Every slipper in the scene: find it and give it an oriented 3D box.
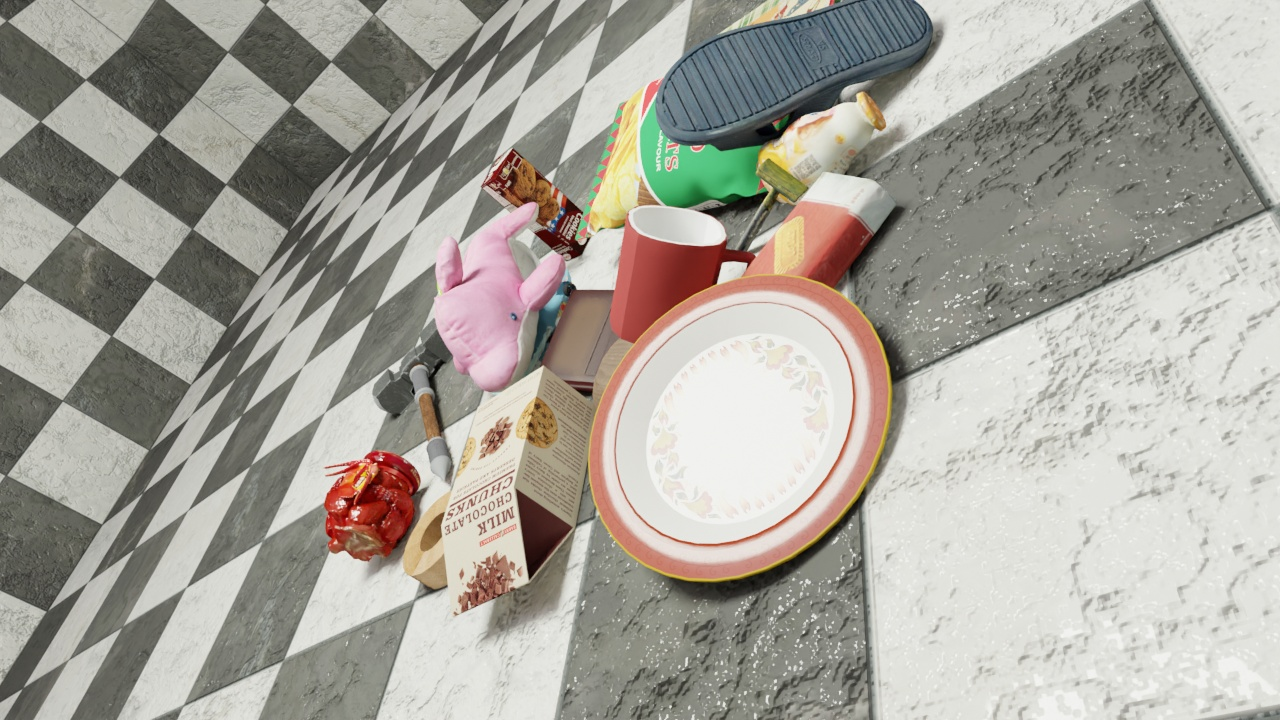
[{"bbox_3d":[0.134,-0.251,0.830,0.263,0.083,0.101,-23,70,-7],"label":"slipper"}]

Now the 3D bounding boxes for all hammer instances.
[{"bbox_3d":[-0.260,0.062,1.122,0.156,0.043,0.322,-47,30,6],"label":"hammer"}]

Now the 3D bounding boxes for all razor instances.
[{"bbox_3d":[0.103,-0.123,0.791,0.026,0.042,0.106,-48,-8,-36],"label":"razor"}]

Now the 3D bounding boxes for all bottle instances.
[{"bbox_3d":[0.154,-0.182,0.782,0.109,0.063,0.063,-33,32,29],"label":"bottle"},{"bbox_3d":[-0.294,0.154,0.987,0.099,0.099,0.110,-27,29,37],"label":"bottle"}]

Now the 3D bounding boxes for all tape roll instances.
[{"bbox_3d":[-0.189,0.172,0.888,0.094,0.027,0.093,-36,31,25],"label":"tape roll"}]

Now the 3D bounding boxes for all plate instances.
[{"bbox_3d":[0.064,0.042,0.637,0.230,0.021,0.229,-19,53,26],"label":"plate"}]

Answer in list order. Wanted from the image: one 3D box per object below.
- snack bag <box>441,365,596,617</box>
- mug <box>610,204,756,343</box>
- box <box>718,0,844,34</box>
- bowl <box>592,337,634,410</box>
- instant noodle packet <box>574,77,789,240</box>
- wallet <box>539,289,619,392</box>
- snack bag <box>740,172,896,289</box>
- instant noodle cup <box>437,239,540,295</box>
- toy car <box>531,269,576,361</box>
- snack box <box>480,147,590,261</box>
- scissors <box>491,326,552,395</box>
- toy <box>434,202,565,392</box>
[{"bbox_3d":[-0.108,0.116,0.793,0.095,0.070,0.205,-31,33,32],"label":"snack bag"},{"bbox_3d":[0.038,-0.068,0.774,0.080,0.116,0.097,-94,13,-59],"label":"mug"},{"bbox_3d":[0.150,-0.357,1.021,0.206,0.050,0.117,-19,39,46],"label":"box"},{"bbox_3d":[-0.005,0.005,0.821,0.118,0.030,0.117,-36,31,25],"label":"bowl"},{"bbox_3d":[0.047,-0.229,0.955,0.253,0.090,0.195,-7,57,41],"label":"instant noodle packet"},{"bbox_3d":[-0.056,-0.020,0.918,0.092,0.018,0.115,4,59,38],"label":"wallet"},{"bbox_3d":[0.105,-0.049,0.719,0.225,0.041,0.077,-51,29,-4],"label":"snack bag"},{"bbox_3d":[-0.181,-0.095,1.146,0.108,0.099,0.098,-28,34,22],"label":"instant noodle cup"},{"bbox_3d":[-0.097,-0.046,1.013,0.060,0.027,0.107,-4,65,46],"label":"toy car"},{"bbox_3d":[-0.121,-0.186,1.107,0.032,0.141,0.050,-14,44,48],"label":"snack box"},{"bbox_3d":[-0.133,0.040,0.965,0.172,0.021,0.172,15,80,55],"label":"scissors"},{"bbox_3d":[-0.173,-0.077,0.987,0.187,0.128,0.265,-40,35,22],"label":"toy"}]
